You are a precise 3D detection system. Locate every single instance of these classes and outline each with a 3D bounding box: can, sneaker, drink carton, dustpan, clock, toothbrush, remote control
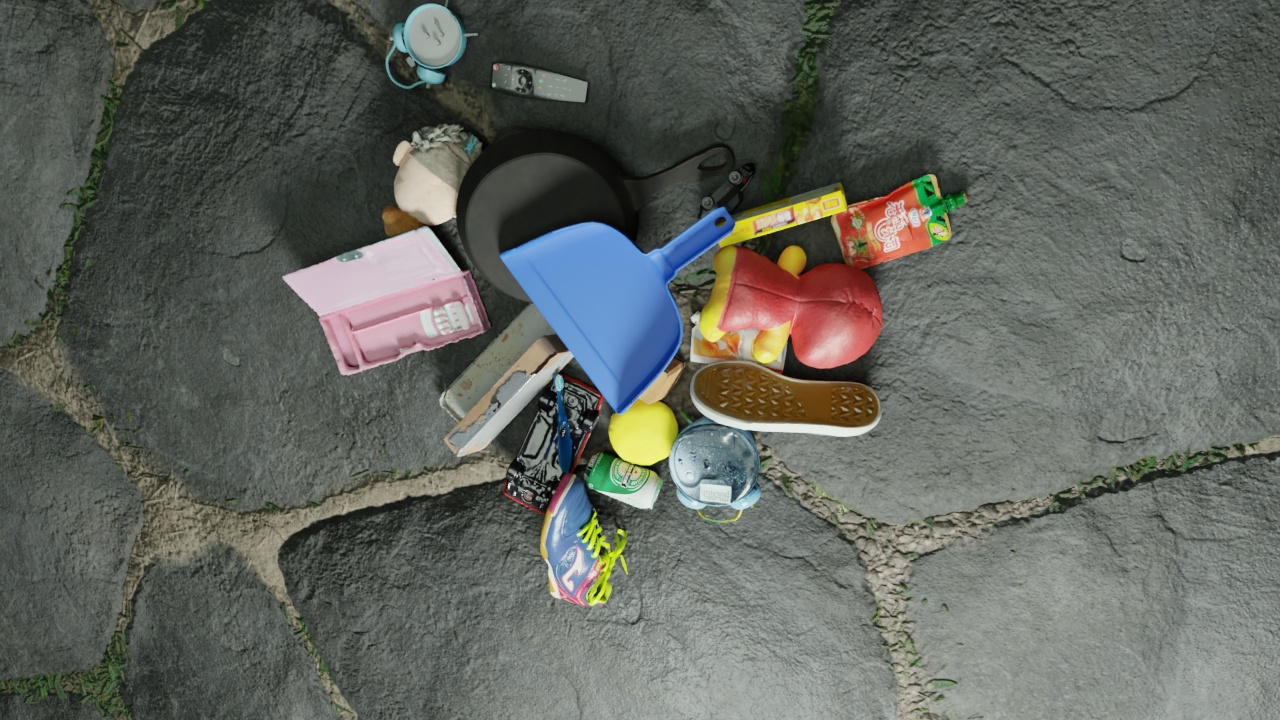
[{"bbox_3d":[-0.024,0.162,1.240,0.101,0.053,0.053,21,110,6],"label":"can"},{"bbox_3d":[0.178,0.061,1.151,0.235,0.079,0.087,8,67,10],"label":"sneaker"},{"bbox_3d":[0.122,-0.023,1.165,0.122,0.038,0.069,7,109,17],"label":"drink carton"},{"bbox_3d":[0.000,-0.097,1.090,0.258,0.059,0.245,-35,97,11],"label":"dustpan"},{"bbox_3d":[-0.266,-0.387,1.133,0.123,0.042,0.087,-35,97,18],"label":"clock"},{"bbox_3d":[-0.103,0.083,1.207,0.021,0.016,0.132,-6,94,-20],"label":"toothbrush"},{"bbox_3d":[-0.072,0.244,1.234,0.091,0.116,0.242,15,136,16],"label":"sneaker"},{"bbox_3d":[-0.125,-0.341,1.131,0.125,0.010,0.039,12,109,9],"label":"remote control"},{"bbox_3d":[0.099,0.143,1.204,0.118,0.060,0.162,3,108,12],"label":"clock"}]

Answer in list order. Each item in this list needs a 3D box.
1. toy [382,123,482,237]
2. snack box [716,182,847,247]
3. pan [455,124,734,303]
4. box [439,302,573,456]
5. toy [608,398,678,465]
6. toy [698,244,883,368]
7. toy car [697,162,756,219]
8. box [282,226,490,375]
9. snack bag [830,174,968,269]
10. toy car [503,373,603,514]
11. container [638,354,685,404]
[{"bbox_3d":[-0.262,-0.220,1.167,0.132,0.076,0.176,41,110,-18],"label":"toy"},{"bbox_3d":[0.166,-0.172,1.083,0.152,0.075,0.025,-15,104,16],"label":"snack box"},{"bbox_3d":[-0.055,-0.186,1.121,0.356,0.043,0.249,-18,117,9],"label":"pan"},{"bbox_3d":[-0.182,0.033,1.217,0.094,0.107,0.217,40,112,-14],"label":"box"},{"bbox_3d":[0.004,0.094,1.219,0.094,0.041,0.096,32,106,-4],"label":"toy"},{"bbox_3d":[0.184,-0.064,1.090,0.216,0.098,0.147,13,93,1],"label":"toy"},{"bbox_3d":[0.107,-0.200,1.105,0.092,0.042,0.036,-41,92,21],"label":"toy car"},{"bbox_3d":[-0.337,-0.083,1.235,0.233,0.059,0.179,-14,120,16],"label":"box"},{"bbox_3d":[0.307,-0.165,1.079,0.155,0.044,0.087,-20,113,11],"label":"snack bag"},{"bbox_3d":[-0.119,0.115,1.247,0.081,0.056,0.189,25,100,3],"label":"toy car"},{"bbox_3d":[-0.007,0.007,1.184,0.114,0.061,0.063,31,111,2],"label":"container"}]
